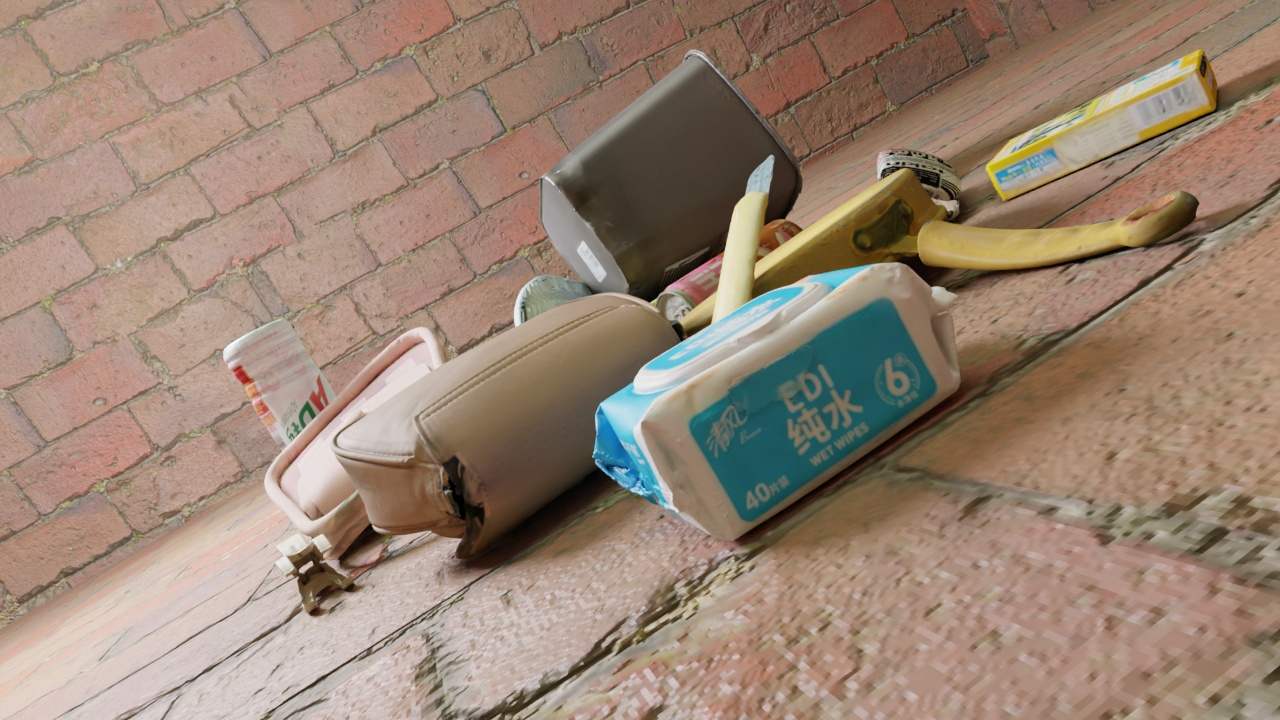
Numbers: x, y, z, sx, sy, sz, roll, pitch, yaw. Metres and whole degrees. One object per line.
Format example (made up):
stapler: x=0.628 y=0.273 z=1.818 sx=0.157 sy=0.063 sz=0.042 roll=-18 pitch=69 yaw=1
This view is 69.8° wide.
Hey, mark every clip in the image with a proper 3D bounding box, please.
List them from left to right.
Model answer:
clip: x=-0.226 y=0.131 z=0.614 sx=0.034 sy=0.076 sz=0.104 roll=-33 pitch=19 yaw=-24

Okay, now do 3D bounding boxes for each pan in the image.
pan: x=0.145 y=-0.056 z=0.539 sx=0.197 sy=0.078 sz=0.358 roll=-37 pitch=4 yaw=-23

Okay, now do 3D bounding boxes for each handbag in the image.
handbag: x=-0.205 y=0.075 z=0.727 sx=0.193 sy=0.093 sz=0.234 roll=-46 pitch=18 yaw=-7
handbag: x=-0.066 y=0.035 z=0.539 sx=0.204 sy=0.100 sz=0.148 roll=-33 pitch=19 yaw=-27

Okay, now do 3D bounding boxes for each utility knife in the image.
utility knife: x=0.055 y=-0.044 z=0.521 sx=0.031 sy=0.019 sz=0.176 roll=-11 pitch=62 yaw=43

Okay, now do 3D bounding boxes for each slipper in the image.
slipper: x=-0.087 y=-0.036 z=1.021 sx=0.074 sy=0.104 sz=0.245 roll=-31 pitch=-3 yaw=16

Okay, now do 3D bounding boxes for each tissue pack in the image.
tissue pack: x=0.051 y=0.011 z=0.367 sx=0.140 sy=0.063 sz=0.090 roll=-31 pitch=8 yaw=-12

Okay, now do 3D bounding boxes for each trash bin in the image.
trash bin: x=0.023 y=-0.176 z=1.000 sx=0.219 sy=0.198 sz=0.199 roll=-37 pitch=-9 yaw=-15

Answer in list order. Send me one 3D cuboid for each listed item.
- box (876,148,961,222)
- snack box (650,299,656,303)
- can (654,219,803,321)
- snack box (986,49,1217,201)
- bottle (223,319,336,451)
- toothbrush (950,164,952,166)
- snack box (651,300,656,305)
box: x=0.223 y=-0.129 z=0.744 sx=0.075 sy=0.076 sz=0.163 roll=9 pitch=19 yaw=8
snack box: x=0.027 y=-0.068 z=1.109 sx=0.077 sy=0.027 sz=0.155 roll=-27 pitch=8 yaw=19
can: x=0.083 y=-0.066 z=0.777 sx=0.147 sy=0.058 sz=0.058 roll=-34 pitch=9 yaw=-31
snack box: x=0.321 y=-0.163 z=0.641 sx=0.141 sy=0.034 sz=0.086 roll=-21 pitch=11 yaw=38
bottle: x=-0.307 y=0.060 z=0.855 sx=0.068 sy=0.197 sz=0.068 roll=-29 pitch=8 yaw=4
toothbrush: x=0.257 y=-0.152 z=0.853 sx=0.029 sy=0.021 sz=0.188 roll=13 pitch=32 yaw=28
snack box: x=-0.039 y=0.001 z=0.817 sx=0.156 sy=0.026 sz=0.086 roll=-30 pitch=-10 yaw=0
